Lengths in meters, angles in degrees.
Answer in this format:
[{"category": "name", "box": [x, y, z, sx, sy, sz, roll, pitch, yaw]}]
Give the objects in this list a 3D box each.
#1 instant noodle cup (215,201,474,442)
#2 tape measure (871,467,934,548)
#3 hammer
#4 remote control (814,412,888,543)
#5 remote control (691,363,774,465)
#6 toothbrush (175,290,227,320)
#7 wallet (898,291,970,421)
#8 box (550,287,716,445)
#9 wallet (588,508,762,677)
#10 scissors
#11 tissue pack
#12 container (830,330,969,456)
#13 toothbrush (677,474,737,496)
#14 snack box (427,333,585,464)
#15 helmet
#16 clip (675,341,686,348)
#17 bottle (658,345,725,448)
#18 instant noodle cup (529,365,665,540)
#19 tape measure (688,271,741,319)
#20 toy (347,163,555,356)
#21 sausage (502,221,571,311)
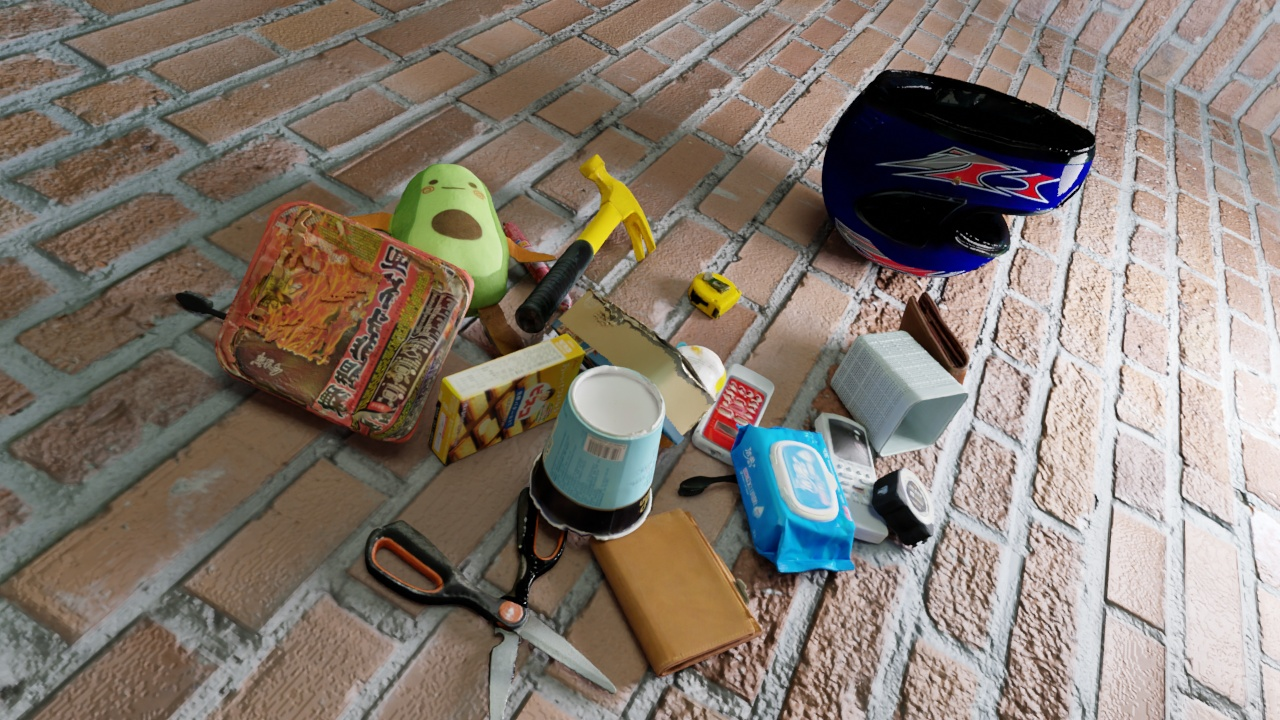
[{"category": "instant noodle cup", "box": [-0.252, -0.032, 0.797, 0.189, 0.164, 0.079, 24, -3, -1]}, {"category": "tape measure", "box": [0.261, 0.142, 0.911, 0.066, 0.034, 0.065, 51, 32, -11]}, {"category": "hammer", "box": [-0.063, -0.119, 1.000, 0.129, 0.033, 0.299, 49, 36, -15]}, {"category": "remote control", "box": [0.214, 0.116, 0.936, 0.058, 0.021, 0.149, 20, 41, -17]}, {"category": "remote control", "box": [0.098, 0.053, 0.954, 0.056, 0.020, 0.135, 28, 42, 6]}, {"category": "toothbrush", "box": [-0.335, -0.024, 0.841, 0.189, 0.014, 0.016, 23, 17, -2]}, {"category": "wallet", "box": [0.337, -0.003, 1.063, 0.032, 0.101, 0.124, -12, 51, -8]}, {"category": "box", "box": [-0.005, 0.005, 0.861, 0.061, 0.090, 0.184, -44, 42, -6]}, {"category": "wallet", "box": [0.030, 0.189, 0.772, 0.107, 0.031, 0.131, -12, 52, -29]}, {"category": "scissors", "box": [-0.112, 0.181, 0.721, 0.221, 0.022, 0.233, 21, 40, -3]}, {"category": "tissue pack", "box": [0.145, 0.127, 0.862, 0.095, 0.052, 0.157, 8, 49, -26]}, {"category": "container", "box": [0.279, 0.032, 1.011, 0.089, 0.090, 0.111, -7, 47, -31]}, {"category": "toothbrush", "box": [0.115, 0.115, 0.906, 0.188, 0.018, 0.014, -3, 49, -32]}, {"category": "snack box", "box": [-0.119, 0.033, 0.824, 0.140, 0.087, 0.034, -24, 59, -41]}, {"category": "helmet", "box": [0.395, -0.227, 1.210, 0.316, 0.241, 0.246, 22, 39, 15]}, {"category": "clip", "box": [0.033, 0.007, 0.971, 0.013, 0.034, 0.054, 26, 52, 6]}, {"category": "bottle", "box": [0.040, 0.036, 0.914, 0.063, 0.063, 0.108, 29, 56, 6]}, {"category": "instant noodle cup", "box": [-0.030, 0.070, 0.764, 0.111, 0.121, 0.111, 9, 43, -9]}, {"category": "tape measure", "box": [0.087, -0.081, 1.083, 0.057, 0.029, 0.059, 37, 42, 16]}, {"category": "toy", "box": [-0.194, -0.115, 0.943, 0.226, 0.090, 0.246, 11, 46, -29]}, {"category": "sausage", "box": [-0.116, -0.105, 1.021, 0.020, 0.020, 0.156, -14, 54, -35]}]
